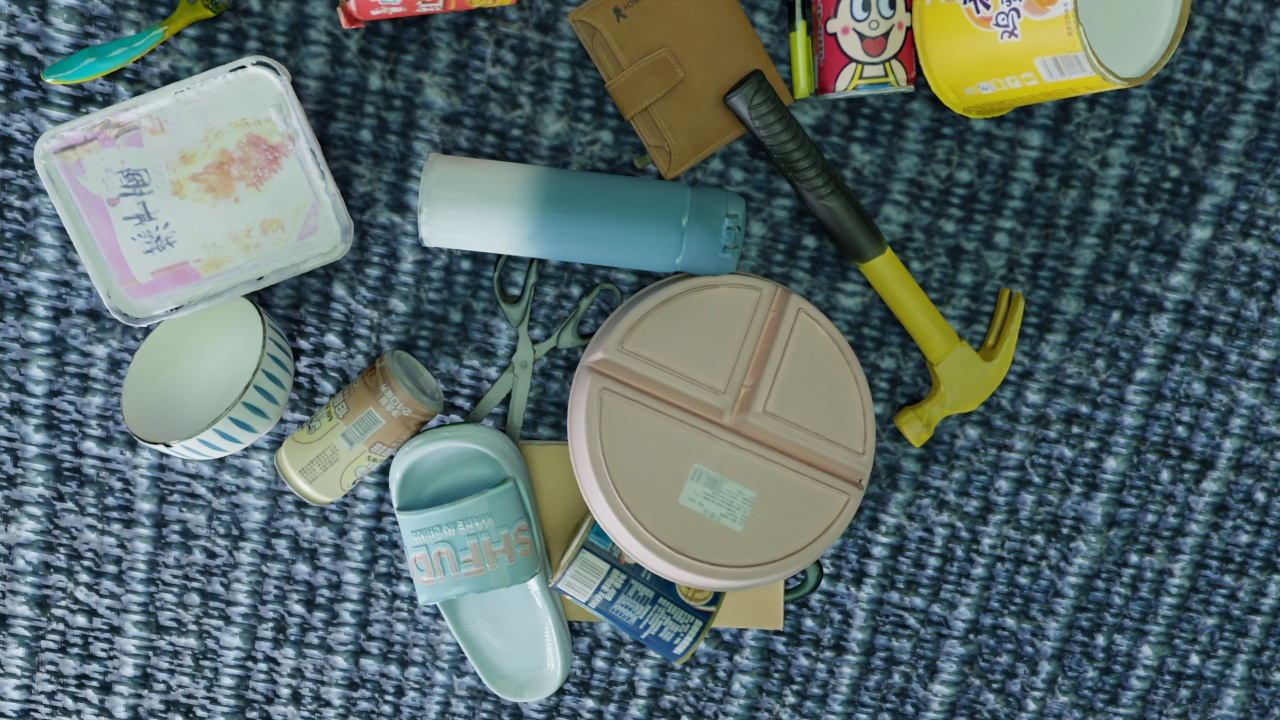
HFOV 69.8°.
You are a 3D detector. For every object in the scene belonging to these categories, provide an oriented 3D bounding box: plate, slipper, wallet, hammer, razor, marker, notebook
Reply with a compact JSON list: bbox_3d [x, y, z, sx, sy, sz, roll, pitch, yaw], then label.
[{"bbox_3d":[0.064,0.045,0.642,0.229,0.028,0.229,2,82,-14],"label":"plate"},{"bbox_3d":[-0.117,0.159,0.672,0.104,0.074,0.245,-12,111,12],"label":"slipper"},{"bbox_3d":[0.022,-0.201,0.626,0.119,0.035,0.130,-34,103,-1],"label":"wallet"},{"bbox_3d":[0.162,-0.077,0.647,0.129,0.033,0.301,-42,109,5],"label":"hammer"},{"bbox_3d":[-0.332,-0.215,0.604,0.132,0.028,0.043,-29,80,1],"label":"razor"},{"bbox_3d":[0.107,-0.242,0.624,0.015,0.018,0.124,-7,103,-3],"label":"marker"},{"bbox_3d":[0.004,0.134,0.699,0.211,0.012,0.149,1,105,7],"label":"notebook"}]

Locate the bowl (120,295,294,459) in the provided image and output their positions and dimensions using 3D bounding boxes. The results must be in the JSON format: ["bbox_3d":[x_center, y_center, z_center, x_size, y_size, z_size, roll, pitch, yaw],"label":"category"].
[{"bbox_3d":[-0.288,0.018,0.634,0.116,0.116,0.066,-29,145,4],"label":"bowl"}]

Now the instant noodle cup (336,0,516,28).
[{"bbox_3d":[-0.130,-0.274,0.552,0.108,0.138,0.138,-4,104,-11],"label":"instant noodle cup"}]

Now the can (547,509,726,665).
[{"bbox_3d":[-0.003,0.157,0.661,0.111,0.075,0.075,32,100,-3],"label":"can"}]

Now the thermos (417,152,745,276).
[{"bbox_3d":[-0.037,-0.097,0.627,0.220,0.070,0.070,6,103,-3],"label":"thermos"}]

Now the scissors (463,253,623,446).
[{"bbox_3d":[-0.082,-0.004,0.671,0.159,0.014,0.176,-17,101,-1],"label":"scissors"}]

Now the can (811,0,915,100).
[{"bbox_3d":[0.147,-0.223,0.606,0.066,0.066,0.094,-5,104,-2],"label":"can"}]

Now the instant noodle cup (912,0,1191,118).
[{"bbox_3d":[0.256,-0.222,0.565,0.137,0.110,0.138,-7,104,-28],"label":"instant noodle cup"}]

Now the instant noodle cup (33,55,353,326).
[{"bbox_3d":[-0.288,-0.112,0.616,0.173,0.060,0.138,-19,104,3],"label":"instant noodle cup"}]

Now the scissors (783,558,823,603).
[{"bbox_3d":[0.077,0.126,0.704,0.170,0.019,0.181,-37,96,11],"label":"scissors"}]

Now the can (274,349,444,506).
[{"bbox_3d":[-0.201,0.048,0.660,0.116,0.058,0.058,-40,102,7],"label":"can"}]
